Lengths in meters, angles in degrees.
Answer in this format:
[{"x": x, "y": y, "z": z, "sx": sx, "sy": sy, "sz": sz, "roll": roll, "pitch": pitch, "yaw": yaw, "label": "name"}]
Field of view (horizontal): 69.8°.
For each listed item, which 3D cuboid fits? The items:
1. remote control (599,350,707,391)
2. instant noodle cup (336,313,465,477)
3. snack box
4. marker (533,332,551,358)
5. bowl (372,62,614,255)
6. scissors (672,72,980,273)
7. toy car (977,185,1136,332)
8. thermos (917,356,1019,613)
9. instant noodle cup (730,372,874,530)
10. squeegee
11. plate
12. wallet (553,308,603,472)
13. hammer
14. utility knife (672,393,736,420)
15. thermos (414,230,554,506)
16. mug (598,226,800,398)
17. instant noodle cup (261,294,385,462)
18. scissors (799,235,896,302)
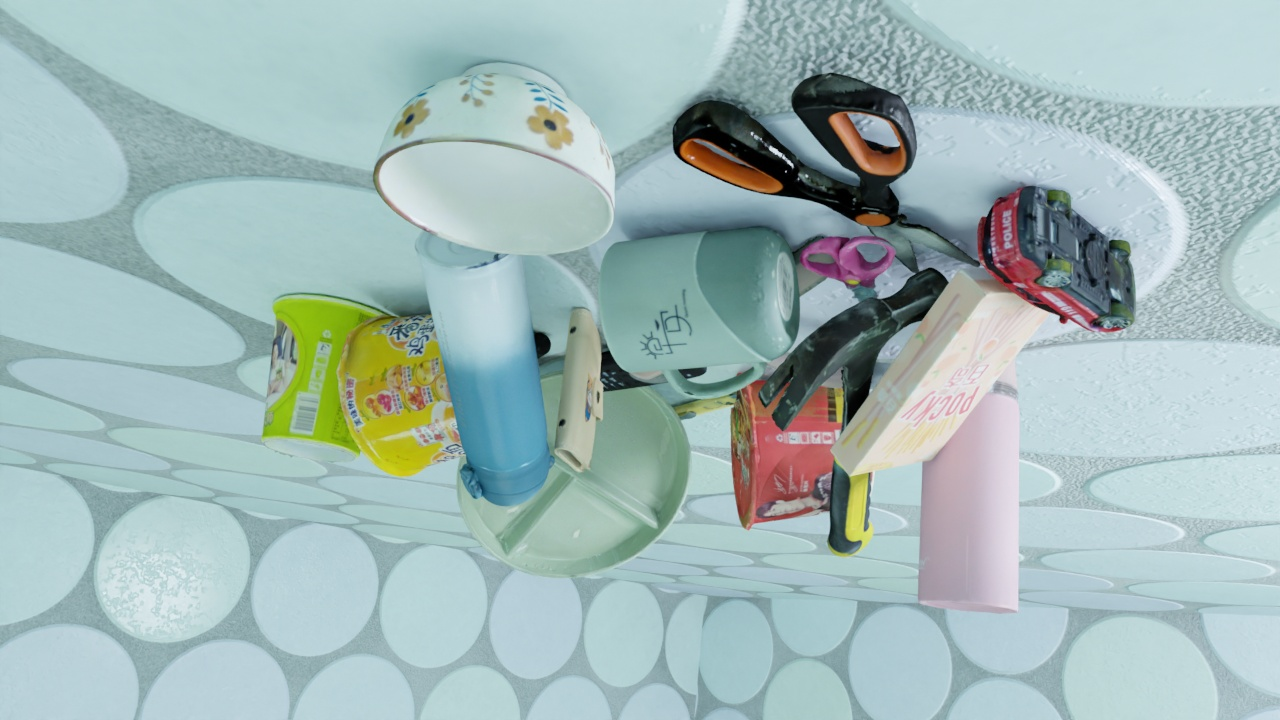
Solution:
[{"x": -0.005, "y": 0.005, "z": 0.801, "sx": 0.137, "sy": 0.024, "sz": 0.053, "roll": -10, "pitch": 149, "yaw": 33, "label": "remote control"}, {"x": -0.156, "y": 0.020, "z": 0.745, "sx": 0.110, "sy": 0.137, "sz": 0.138, "roll": -11, "pitch": 156, "yaw": 23, "label": "instant noodle cup"}, {"x": 0.190, "y": 0.009, "z": 0.576, "sx": 0.084, "sy": 0.026, "sz": 0.158, "roll": -6, "pitch": 136, "yaw": -34, "label": "snack box"}, {"x": -0.114, "y": 0.000, "z": 0.837, "sx": 0.022, "sy": 0.020, "sz": 0.132, "roll": -3, "pitch": 169, "yaw": -28, "label": "marker"}, {"x": -0.065, "y": -0.102, "z": 0.442, "sx": 0.113, "sy": 0.062, "sz": 0.113, "roll": 6, "pitch": 163, "yaw": 2, "label": "bowl"}, {"x": 0.107, "y": -0.091, "z": 0.493, "sx": 0.190, "sy": 0.021, "sz": 0.229, "roll": 8, "pitch": 169, "yaw": 12, "label": "scissors"}, {"x": 0.230, "y": -0.053, "z": 0.502, "sx": 0.120, "sy": 0.052, "sz": 0.045, "roll": 22, "pitch": 158, "yaw": -32, "label": "toy car"}, {"x": 0.233, "y": 0.072, "z": 0.642, "sx": 0.067, "sy": 0.198, "sz": 0.087, "roll": 5, "pitch": 164, "yaw": 12, "label": "thermos"}, {"x": 0.142, "y": 0.081, "z": 0.818, "sx": 0.108, "sy": 0.137, "sz": 0.138, "roll": -1, "pitch": 162, "yaw": -2, "label": "instant noodle cup"}, {"x": 0.152, "y": 0.003, "z": 0.703, "sx": 0.249, "sy": 0.040, "sz": 0.248, "roll": 12, "pitch": 155, "yaw": -27, "label": "squeegee"}, {"x": -0.063, "y": 0.110, "z": 0.892, "sx": 0.230, "sy": 0.230, "sz": 0.027, "roll": 14, "pitch": -162, "yaw": -20, "label": "plate"}, {"x": -0.046, "y": 0.027, "z": 0.739, "sx": 0.024, "sy": 0.115, "sz": 0.087, "roll": 2, "pitch": 161, "yaw": 7, "label": "wallet"}, {"x": 0.152, "y": 0.067, "z": 0.669, "sx": 0.126, "sy": 0.032, "sz": 0.324, "roll": -27, "pitch": 145, "yaw": -8, "label": "hammer"}, {"x": 0.058, "y": 0.047, "z": 0.933, "sx": 0.031, "sy": 0.018, "sz": 0.167, "roll": 11, "pitch": 158, "yaw": -31, "label": "utility knife"}, {"x": -0.101, "y": 0.009, "z": 0.620, "sx": 0.070, "sy": 0.070, "sz": 0.221, "roll": 4, "pitch": 130, "yaw": 8, "label": "thermos"}, {"x": 0.042, "y": -0.025, "z": 0.569, "sx": 0.106, "sy": 0.082, "sz": 0.112, "roll": -4, "pitch": 120, "yaw": 21, "label": "mug"}, {"x": -0.272, "y": 0.021, "z": 0.790, "sx": 0.112, "sy": 0.123, "sz": 0.112, "roll": 6, "pitch": 162, "yaw": 2, "label": "instant noodle cup"}, {"x": 0.138, "y": -0.045, "z": 0.572, "sx": 0.056, "sy": 0.017, "sz": 0.133, "roll": -4, "pitch": 159, "yaw": 23, "label": "scissors"}]
